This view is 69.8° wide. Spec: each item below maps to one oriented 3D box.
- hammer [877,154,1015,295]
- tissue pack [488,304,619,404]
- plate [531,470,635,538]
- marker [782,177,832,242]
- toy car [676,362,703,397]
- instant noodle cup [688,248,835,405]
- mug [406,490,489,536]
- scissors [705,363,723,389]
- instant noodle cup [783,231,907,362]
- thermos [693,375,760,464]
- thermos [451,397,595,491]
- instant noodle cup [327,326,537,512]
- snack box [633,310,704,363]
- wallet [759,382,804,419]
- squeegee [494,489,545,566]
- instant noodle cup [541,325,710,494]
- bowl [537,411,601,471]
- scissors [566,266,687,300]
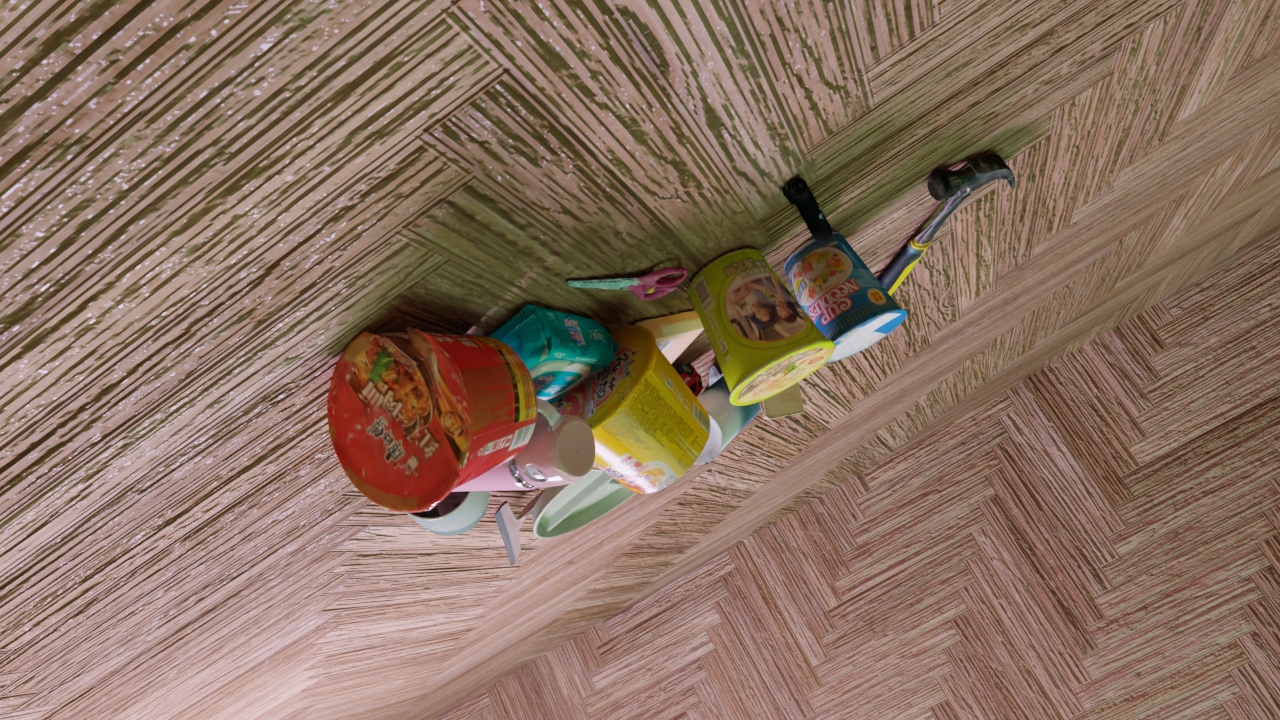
[{"bbox_3d":[0.327,-0.131,1.081,0.126,0.032,0.324,-20,159,-21],"label":"hammer"},{"bbox_3d":[-0.087,0.001,0.813,0.093,0.050,0.133,-35,160,22],"label":"tissue pack"},{"bbox_3d":[-0.048,0.158,1.216,0.230,0.027,0.230,-31,158,-14],"label":"plate"},{"bbox_3d":[0.156,-0.137,0.847,0.022,0.020,0.132,-16,164,18],"label":"marker"},{"bbox_3d":[0.034,0.042,1.057,0.053,0.045,0.120,-48,172,32],"label":"toy car"},{"bbox_3d":[0.108,-0.037,0.877,0.111,0.123,0.112,-24,160,-9],"label":"instant noodle cup"},{"bbox_3d":[-0.195,0.123,0.951,0.111,0.082,0.106,-57,168,-17],"label":"mug"},{"bbox_3d":[0.092,0.050,1.233,0.190,0.021,0.229,-35,161,16],"label":"scissors"},{"bbox_3d":[0.203,-0.069,0.948,0.099,0.110,0.099,-24,161,-9],"label":"instant noodle cup"},{"bbox_3d":[0.098,0.056,1.067,0.070,0.070,0.220,-38,177,26],"label":"thermos"},{"bbox_3d":[-0.134,0.075,0.812,0.199,0.087,0.067,-8,-147,39],"label":"thermos"},{"bbox_3d":[-0.153,0.040,0.709,0.138,0.138,0.108,-38,167,26],"label":"instant noodle cup"},{"bbox_3d":[-0.006,0.006,0.976,0.084,0.026,0.158,-13,157,-40],"label":"snack box"},{"bbox_3d":[0.155,0.011,1.083,0.024,0.115,0.087,-15,173,39],"label":"wallet"},{"bbox_3d":[-0.091,0.176,1.278,0.249,0.040,0.248,-29,157,-16],"label":"squeegee"},{"bbox_3d":[-0.008,0.052,0.871,0.138,0.137,0.110,-35,119,18],"label":"instant noodle cup"},{"bbox_3d":[-0.082,0.070,0.952,0.113,0.113,0.062,12,93,-62],"label":"bowl"},{"bbox_3d":[-0.013,-0.068,0.802,0.133,0.017,0.057,-3,155,-44],"label":"scissors"}]
